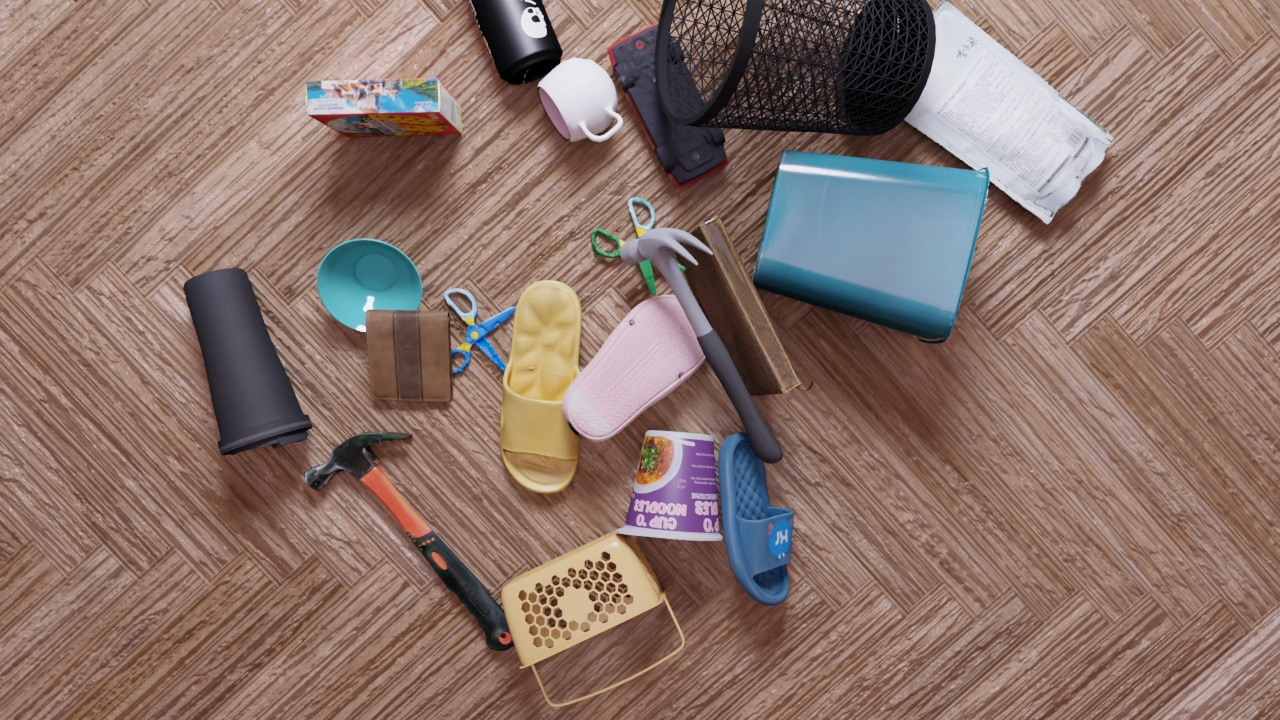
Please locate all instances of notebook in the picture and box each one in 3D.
[{"bbox_3d":[0.114,-0.057,1.050,0.034,0.190,0.215,-27,93,-10],"label":"notebook"}]

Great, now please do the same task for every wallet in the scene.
[{"bbox_3d":[-0.279,-0.006,1.109,0.098,0.026,0.121,1,117,-3],"label":"wallet"}]

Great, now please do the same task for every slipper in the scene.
[{"bbox_3d":[-0.120,0.034,1.107,0.099,0.078,0.263,5,94,2],"label":"slipper"},{"bbox_3d":[-0.006,0.006,1.096,0.221,0.056,0.107,-44,101,-20],"label":"slipper"},{"bbox_3d":[0.142,0.191,1.107,0.059,0.103,0.213,-14,88,40],"label":"slipper"}]

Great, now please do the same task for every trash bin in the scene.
[{"bbox_3d":[0.250,-0.138,1.051,0.219,0.199,0.196,13,92,5],"label":"trash bin"},{"bbox_3d":[0.172,-0.348,1.003,0.243,0.217,0.217,4,94,-24],"label":"trash bin"}]

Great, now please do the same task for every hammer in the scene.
[{"bbox_3d":[0.086,-0.013,1.055,0.029,0.125,0.311,-37,104,-29],"label":"hammer"},{"bbox_3d":[-0.261,0.229,1.142,0.133,0.033,0.333,-38,94,1],"label":"hammer"}]

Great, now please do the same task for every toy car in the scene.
[{"bbox_3d":[0.034,-0.304,1.097,0.081,0.056,0.189,-27,93,2],"label":"toy car"}]

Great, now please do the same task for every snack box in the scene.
[{"bbox_3d":[-0.288,-0.288,1.052,0.145,0.142,0.040,-2,95,0],"label":"snack box"}]

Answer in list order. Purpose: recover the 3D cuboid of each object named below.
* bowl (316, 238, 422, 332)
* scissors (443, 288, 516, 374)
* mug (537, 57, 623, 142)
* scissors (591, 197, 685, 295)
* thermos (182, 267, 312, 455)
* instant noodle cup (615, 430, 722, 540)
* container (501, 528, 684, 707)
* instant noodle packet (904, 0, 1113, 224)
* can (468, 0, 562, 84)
[{"bbox_3d":[-0.321,-0.097,1.102,0.121,0.046,0.121,-2,119,-4],"label":"bowl"},{"bbox_3d":[-0.207,-0.033,1.135,0.125,0.013,0.130,-32,96,3],"label":"scissors"},{"bbox_3d":[-0.061,-0.297,1.070,0.076,0.090,0.124,-33,58,-9],"label":"mug"},{"bbox_3d":[0.005,-0.144,1.120,0.130,0.012,0.116,26,88,9],"label":"scissors"},{"bbox_3d":[-0.474,0.004,1.093,0.106,0.106,0.218,-19,88,0],"label":"thermos"},{"bbox_3d":[0.036,0.147,1.099,0.136,0.122,0.121,9,83,-33],"label":"instant noodle cup"},{"bbox_3d":[-0.058,0.311,1.100,0.183,0.129,0.167,-25,84,1],"label":"container"},{"bbox_3d":[0.426,-0.298,1.113,0.269,0.057,0.147,38,90,2],"label":"instant noodle packet"},{"bbox_3d":[-0.153,-0.407,1.077,0.080,0.080,0.146,-23,93,1],"label":"can"}]
